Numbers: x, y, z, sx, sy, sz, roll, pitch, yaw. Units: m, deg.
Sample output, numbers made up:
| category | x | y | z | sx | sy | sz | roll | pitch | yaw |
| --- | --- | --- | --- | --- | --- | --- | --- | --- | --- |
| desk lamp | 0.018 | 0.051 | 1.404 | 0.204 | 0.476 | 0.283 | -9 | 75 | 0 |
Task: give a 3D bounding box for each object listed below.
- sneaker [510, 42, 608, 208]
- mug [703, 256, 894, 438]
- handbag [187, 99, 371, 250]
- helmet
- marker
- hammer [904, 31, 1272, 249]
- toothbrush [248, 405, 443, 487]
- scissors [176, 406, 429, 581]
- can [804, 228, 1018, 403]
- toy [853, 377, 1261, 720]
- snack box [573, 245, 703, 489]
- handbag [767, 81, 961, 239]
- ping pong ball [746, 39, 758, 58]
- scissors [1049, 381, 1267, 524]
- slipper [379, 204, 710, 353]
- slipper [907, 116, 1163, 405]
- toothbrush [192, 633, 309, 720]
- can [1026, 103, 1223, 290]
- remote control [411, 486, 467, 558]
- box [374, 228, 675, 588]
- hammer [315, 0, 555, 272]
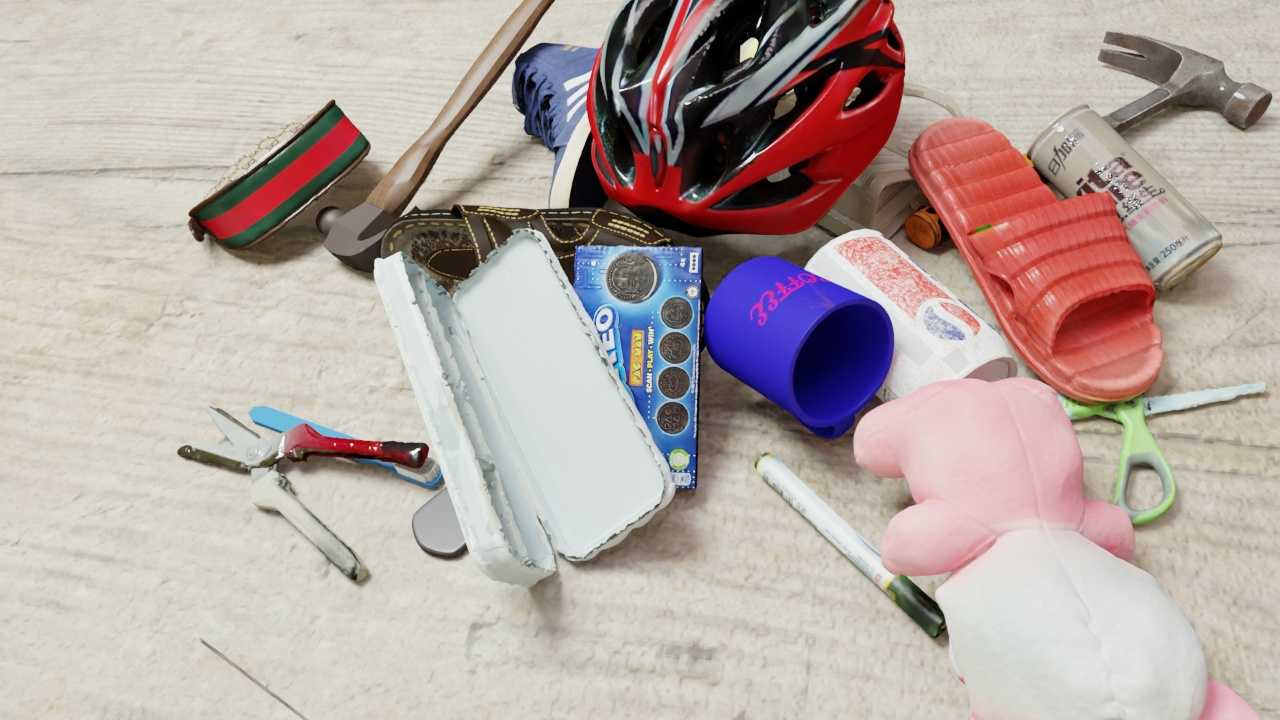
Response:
| category | x | y | z | sx | sy | sz | roll | pitch | yaw |
| --- | --- | --- | --- | --- | --- | --- | --- | --- | --- |
| sneaker | -0.073 | -0.202 | 0.777 | 0.118 | 0.092 | 0.232 | 13 | 52 | 14 |
| mug | 0.099 | -0.001 | 0.562 | 0.079 | 0.111 | 0.083 | -32 | 36 | -16 |
| handbag | -0.317 | -0.158 | 0.792 | 0.166 | 0.063 | 0.138 | -45 | 29 | -15 |
| helmet | 0.074 | -0.210 | 0.655 | 0.218 | 0.167 | 0.271 | 18 | 59 | 26 |
| marker | 0.119 | 0.102 | 0.530 | 0.017 | 0.017 | 0.146 | -33 | 52 | -19 |
| hammer | 0.332 | -0.175 | 0.729 | 0.314 | 0.035 | 0.137 | -28 | 53 | -15 |
| toothbrush | -0.205 | 0.054 | 0.624 | 0.167 | 0.014 | 0.016 | 15 | 53 | 22 |
| scissors | -0.222 | 0.074 | 0.602 | 0.187 | 0.015 | 0.179 | -26 | 57 | 3 |
| can | 0.166 | -0.019 | 0.588 | 0.078 | 0.078 | 0.136 | -26 | 50 | -14 |
| toy | 0.197 | 0.106 | 0.460 | 0.142 | 0.084 | 0.212 | -6 | 59 | -8 |
| snack box | -0.003 | 0.003 | 0.574 | 0.082 | 0.027 | 0.150 | 1 | 87 | 9 |
| handbag | 0.186 | -0.187 | 0.761 | 0.197 | 0.062 | 0.176 | -30 | 51 | -28 |
| ping pong ball | 0.118 | -0.282 | 0.852 | 0.040 | 0.040 | 0.040 | -4 | 49 | 5 |
| scissors | 0.298 | 0.027 | 0.571 | 0.168 | 0.023 | 0.170 | 9 | 47 | 23 |
| slipper | -0.079 | -0.052 | 0.640 | 0.268 | 0.113 | 0.075 | 12 | 21 | 21 |
| slipper | 0.267 | -0.085 | 0.611 | 0.103 | 0.059 | 0.248 | -14 | 59 | -11 |
| toothbrush | -0.149 | 0.165 | 0.407 | 0.010 | 0.182 | 0.010 | 20 | 57 | 30 |
| can | 0.336 | -0.114 | 0.641 | 0.054 | 0.054 | 0.135 | -27 | 67 | -15 |
| remote control | -0.093 | 0.078 | 0.589 | 0.046 | 0.009 | 0.124 | 33 | 61 | 31 |
| box | -0.060 | 0.013 | 0.546 | 0.124 | 0.106 | 0.215 | -24 | 71 | 0 |
| hammer | -0.150 | -0.211 | 0.765 | 0.115 | 0.033 | 0.322 | 25 | 77 | 39 |
